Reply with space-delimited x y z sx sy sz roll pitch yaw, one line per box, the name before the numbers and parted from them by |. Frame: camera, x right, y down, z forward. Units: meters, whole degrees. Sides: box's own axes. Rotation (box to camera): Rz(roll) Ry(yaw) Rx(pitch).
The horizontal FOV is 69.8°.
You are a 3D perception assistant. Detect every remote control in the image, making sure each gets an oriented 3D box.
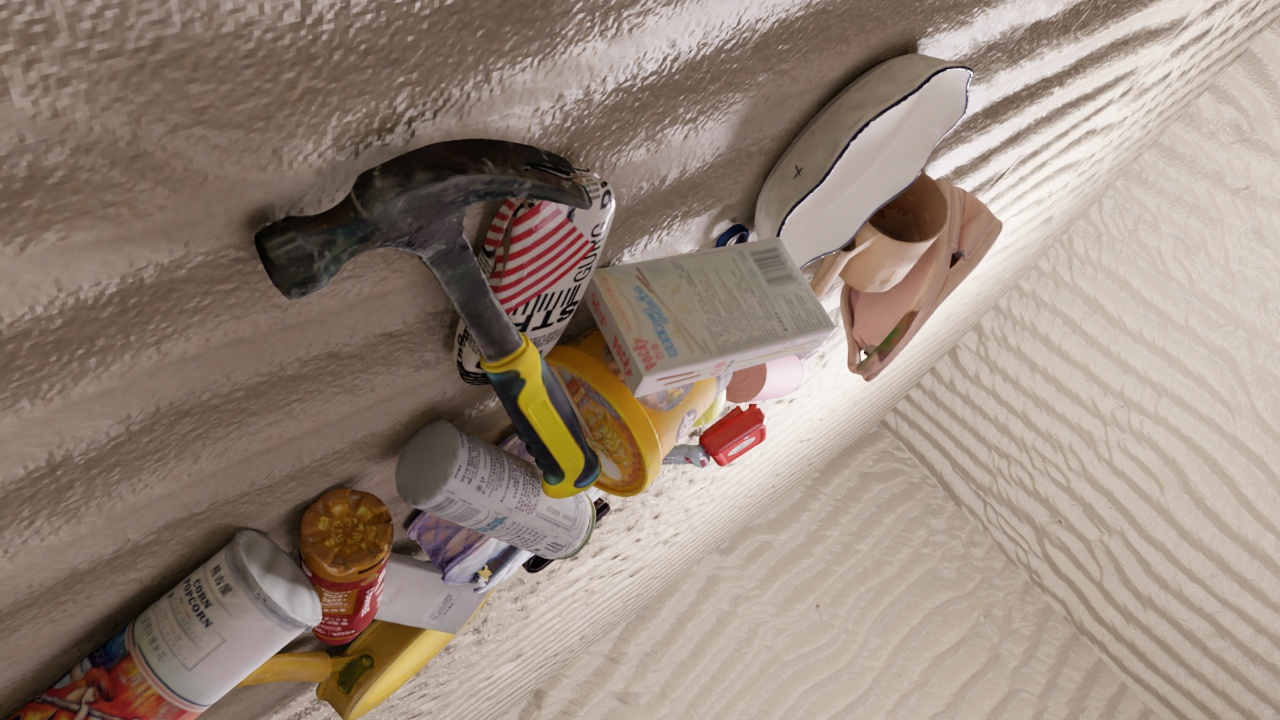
remote control | -0.188 0.196 0.771 0.056 0.019 0.135 -52 140 4

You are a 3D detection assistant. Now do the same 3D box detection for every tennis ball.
tennis ball | 0.050 0.032 0.890 0.065 0.065 0.065 -37 163 -13

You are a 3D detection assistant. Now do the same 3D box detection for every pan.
pan | -0.260 0.260 0.824 0.198 0.078 0.356 -49 169 14

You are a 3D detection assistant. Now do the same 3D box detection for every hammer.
hammer | -0.064 0.003 0.484 0.126 0.032 0.324 -27 152 -5

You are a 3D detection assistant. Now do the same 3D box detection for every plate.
plate | 0.166 -0.153 0.711 0.204 0.045 0.205 -37 162 -14

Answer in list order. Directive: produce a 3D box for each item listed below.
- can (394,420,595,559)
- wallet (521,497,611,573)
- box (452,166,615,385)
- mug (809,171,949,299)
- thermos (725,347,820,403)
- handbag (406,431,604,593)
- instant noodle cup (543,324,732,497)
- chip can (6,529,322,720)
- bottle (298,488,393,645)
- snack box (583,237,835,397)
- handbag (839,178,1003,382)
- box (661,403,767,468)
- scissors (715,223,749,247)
can | -0.096 0.093 0.631 0.058 0.058 0.146 -44 137 11
wallet | -0.086 0.152 0.878 0.096 0.020 0.122 -37 -163 -13
box | -0.059 -0.038 0.496 0.068 0.052 0.165 -7 149 -27
mug | 0.217 -0.111 0.868 0.124 0.084 0.104 -34 164 -17
thermos | 0.148 0.007 1.039 0.087 0.067 0.198 -37 165 21
handbag | -0.089 0.111 0.764 0.194 0.075 0.134 -41 164 3
instant noodle cup | -0.005 0.017 0.655 0.114 0.118 0.119 -40 166 -32
chip can | -0.293 0.193 0.527 0.214 0.071 0.071 -39 164 -5
bottle | -0.207 0.151 0.635 0.057 0.057 0.175 -30 160 -34
snack box | 0.048 -0.033 0.617 0.156 0.084 0.027 -14 154 -27
handbag | 0.282 -0.066 0.975 0.194 0.093 0.233 -55 -178 43
box | 0.071 0.096 1.040 0.161 0.058 0.201 -19 169 4
scissors | 0.054 -0.058 0.763 0.132 0.012 0.173 -33 163 -30
